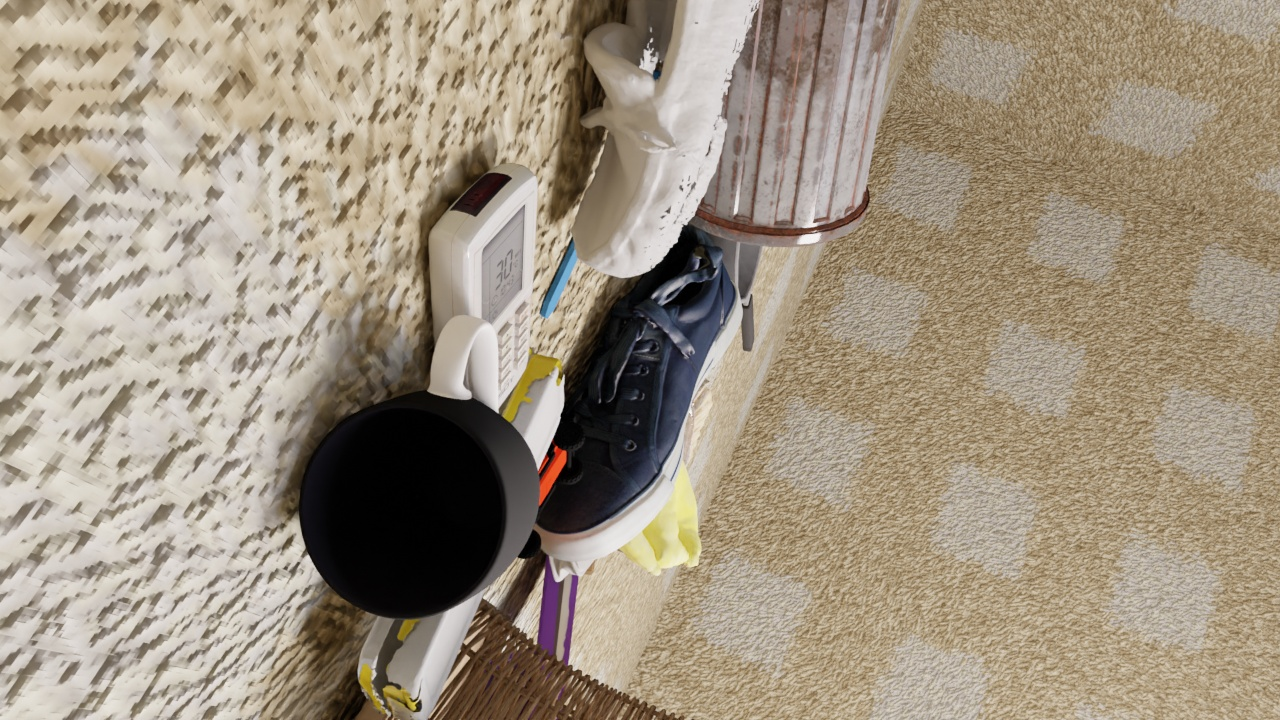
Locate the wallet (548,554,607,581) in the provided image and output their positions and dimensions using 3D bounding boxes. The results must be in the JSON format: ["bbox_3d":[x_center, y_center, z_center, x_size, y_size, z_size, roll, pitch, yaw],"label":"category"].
[{"bbox_3d":[-0.044,0.124,0.768,0.116,0.032,0.086,-45,122,-62],"label":"wallet"}]

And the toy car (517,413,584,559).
[{"bbox_3d":[-0.072,0.077,0.571,0.051,0.049,0.100,97,19,-53],"label":"toy car"}]

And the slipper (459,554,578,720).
[{"bbox_3d":[-0.104,0.266,0.749,0.107,0.084,0.265,100,-4,-53],"label":"slipper"}]

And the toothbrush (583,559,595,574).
[{"bbox_3d":[-0.046,0.165,0.854,0.166,0.016,0.016,-90,-174,-83],"label":"toothbrush"}]

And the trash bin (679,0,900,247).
[{"bbox_3d":[0.085,-0.176,0.545,0.130,0.131,0.211,-55,155,-47],"label":"trash bin"}]

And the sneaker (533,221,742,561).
[{"bbox_3d":[-0.004,0.004,0.672,0.293,0.121,0.127,-62,145,-35],"label":"sneaker"}]

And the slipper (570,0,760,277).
[{"bbox_3d":[0.009,-0.151,0.448,0.112,0.074,0.247,-104,-154,-52],"label":"slipper"}]

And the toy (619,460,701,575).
[{"bbox_3d":[0.002,0.103,0.768,0.065,0.154,0.170,-26,163,18],"label":"toy"}]

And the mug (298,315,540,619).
[{"bbox_3d":[-0.080,0.040,0.392,0.100,0.085,0.119,2,101,-83],"label":"mug"}]

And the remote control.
[{"bbox_3d":[-0.073,-0.024,0.429,0.139,0.025,0.060,101,17,-47],"label":"remote control"}]

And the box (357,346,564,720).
[{"bbox_3d":[-0.086,0.084,0.485,0.064,0.033,0.208,93,15,-50],"label":"box"}]

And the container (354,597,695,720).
[{"bbox_3d":[-0.068,0.270,0.541,0.226,0.196,0.227,-57,170,-17],"label":"container"}]

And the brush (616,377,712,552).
[{"bbox_3d":[0.008,0.101,0.904,0.272,0.083,0.056,101,16,-45],"label":"brush"}]

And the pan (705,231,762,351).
[{"bbox_3d":[0.099,-0.101,0.920,0.358,0.041,0.178,74,29,-62],"label":"pan"}]

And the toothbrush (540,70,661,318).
[{"bbox_3d":[-0.020,-0.100,0.557,0.166,0.014,0.016,-65,169,-5],"label":"toothbrush"}]
